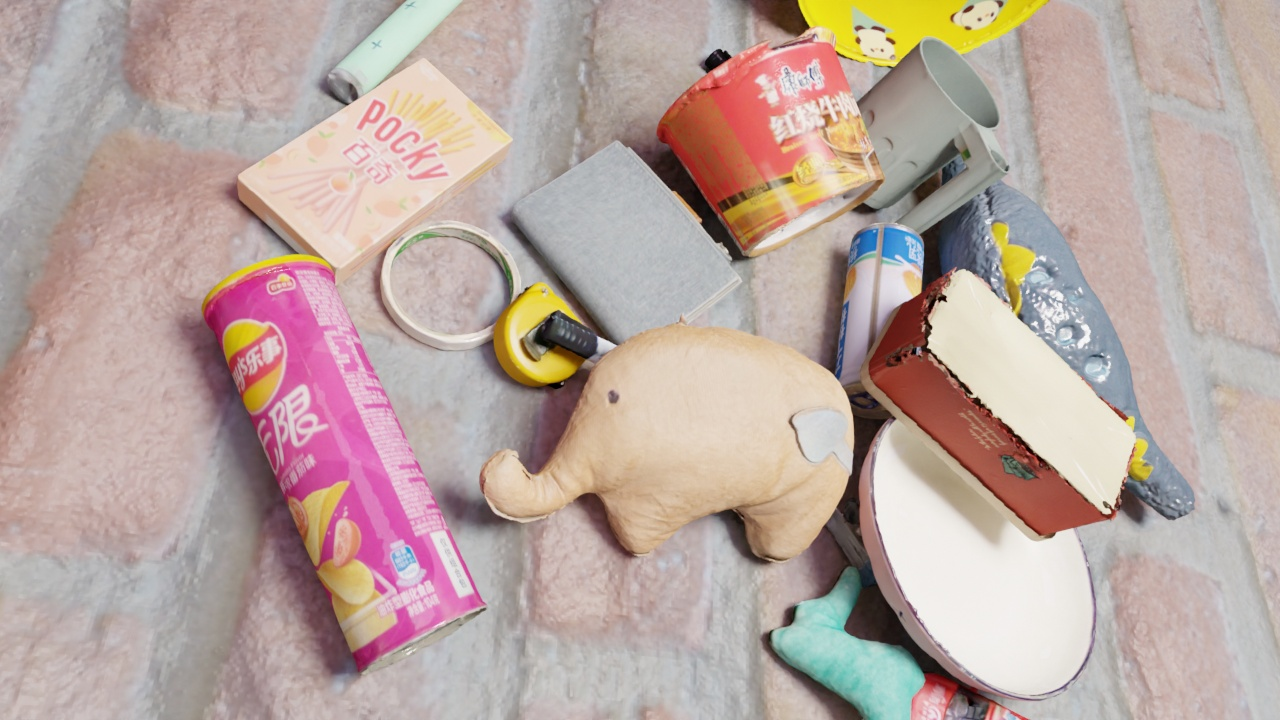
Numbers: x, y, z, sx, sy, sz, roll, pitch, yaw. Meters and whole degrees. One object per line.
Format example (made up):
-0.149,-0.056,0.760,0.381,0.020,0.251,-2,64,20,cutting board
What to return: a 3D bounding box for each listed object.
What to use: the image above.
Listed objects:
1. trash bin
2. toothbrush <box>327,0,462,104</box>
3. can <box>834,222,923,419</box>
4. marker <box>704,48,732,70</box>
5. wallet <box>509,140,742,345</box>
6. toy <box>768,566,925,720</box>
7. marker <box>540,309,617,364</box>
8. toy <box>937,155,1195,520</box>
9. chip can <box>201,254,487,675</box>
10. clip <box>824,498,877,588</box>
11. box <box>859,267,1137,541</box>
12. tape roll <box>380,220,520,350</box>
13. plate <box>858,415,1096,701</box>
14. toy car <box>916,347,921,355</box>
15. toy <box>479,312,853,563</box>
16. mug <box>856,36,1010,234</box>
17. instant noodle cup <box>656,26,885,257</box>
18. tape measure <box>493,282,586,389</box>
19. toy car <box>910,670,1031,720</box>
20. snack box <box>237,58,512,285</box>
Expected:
0.223,-0.421,0.764,0.229,0.230,0.254,6,58,-18,trash bin
-0.146,-0.258,0.654,0.027,0.026,0.223,22,58,16,toothbrush
0.169,-0.029,0.647,0.053,0.053,0.134,19,61,-11,can
0.100,-0.192,0.719,0.132,0.020,0.022,49,49,7,marker
-0.007,-0.075,0.615,0.106,0.037,0.129,-36,81,-19,wallet
0.124,0.172,0.542,0.092,0.030,0.096,29,61,15,toy
-0.003,0.003,0.568,0.130,0.018,0.022,26,59,-29,marker
0.287,-0.043,0.670,0.137,0.092,0.356,-6,67,-44,toy
-0.156,0.051,0.479,0.071,0.072,0.210,-21,75,-27,chip can
0.137,0.116,0.585,0.029,0.025,0.057,-9,66,-28,clip
0.232,0.024,0.575,0.168,0.077,0.091,42,55,-6,box
-0.118,-0.048,0.573,0.085,0.014,0.085,8,63,-17,tape roll
0.208,0.120,0.586,0.192,0.039,0.192,17,54,-25,plate
0.210,-0.004,0.663,0.043,0.034,0.090,14,60,-11,toy car
0.019,0.045,0.534,0.225,0.083,0.143,6,86,-18,toy
0.204,-0.157,0.678,0.083,0.104,0.123,8,57,-37,mug
0.095,-0.143,0.635,0.137,0.138,0.108,-25,86,-28,instant noodle cup
-0.059,-0.013,0.562,0.060,0.029,0.057,50,59,-14,tape measure
0.207,0.227,0.548,0.120,0.045,0.052,26,58,-5,toy car
-0.165,-0.124,0.584,0.084,0.026,0.156,42,60,2,snack box
